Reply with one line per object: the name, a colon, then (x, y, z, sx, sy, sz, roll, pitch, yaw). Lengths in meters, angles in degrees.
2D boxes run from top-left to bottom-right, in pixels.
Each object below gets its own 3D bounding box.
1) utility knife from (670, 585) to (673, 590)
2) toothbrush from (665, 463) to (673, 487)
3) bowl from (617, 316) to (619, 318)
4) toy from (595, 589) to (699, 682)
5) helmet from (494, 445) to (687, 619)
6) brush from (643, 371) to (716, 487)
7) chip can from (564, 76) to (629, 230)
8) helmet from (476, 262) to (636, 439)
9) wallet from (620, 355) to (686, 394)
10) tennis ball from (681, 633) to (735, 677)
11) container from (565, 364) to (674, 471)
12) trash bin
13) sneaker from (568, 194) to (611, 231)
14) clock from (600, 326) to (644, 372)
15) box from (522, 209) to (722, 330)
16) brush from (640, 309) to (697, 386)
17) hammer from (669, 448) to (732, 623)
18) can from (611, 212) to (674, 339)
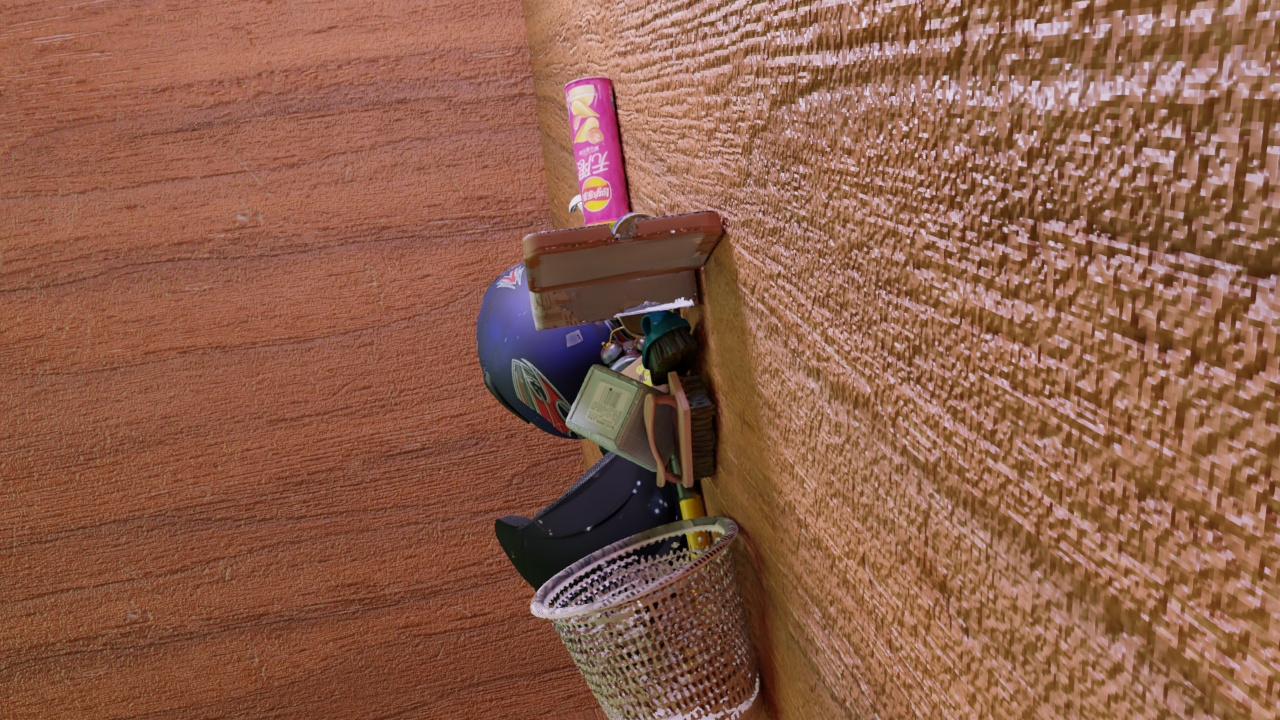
utility knife: (0.050, 0.361, 1.466, 0.029, 0.013, 0.151, 94, 165, -65)
toothbrush: (0.033, 0.109, 1.305, 0.018, 0.015, 0.181, -130, 30, -64)
bowl: (-0.023, -0.097, 1.235, 0.118, 0.065, 0.118, 8, -106, -89)
toy: (0.025, 0.351, 1.149, 0.200, 0.140, 0.130, 72, -157, -45)
helmet: (-0.049, 0.247, 1.266, 0.230, 0.233, 0.275, 43, 156, 25)
brush: (0.043, 0.084, 0.998, 0.063, 0.073, 0.146, -110, 11, -47)
chip can: (-0.060, -0.295, 1.320, 0.071, 0.071, 0.210, -175, 76, -82)
helmet: (-0.099, 0.002, 1.366, 0.240, 0.247, 0.315, 47, 173, 47)
wallet: (0.011, 0.035, 1.135, 0.116, 0.033, 0.090, -37, 53, 40)
tennis ball: (0.079, 0.348, 1.056, 0.065, 0.065, 0.065, 170, 91, -82)
container: (-0.017, 0.063, 1.035, 0.111, 0.090, 0.090, 31, -97, -59)
trash bin: (0.025, 0.292, 0.944, 0.227, 0.227, 0.192, 175, 73, -82)
sneaker: (-0.067, -0.156, 1.449, 0.089, 0.090, 0.243, -107, 11, -51)
clock: (-0.007, 0.007, 1.218, 0.055, 0.082, 0.122, -93, -12, -55)
box: (-0.027, -0.092, 0.918, 0.260, 0.178, 0.105, -132, 34, -76)
brush: (0.026, -0.020, 1.017, 0.144, 0.055, 0.073, 94, 151, -74)
hammer: (0.059, 0.168, 1.121, 0.129, 0.033, 0.300, 109, 151, -71)
can: (0.001, -0.101, 1.087, 0.049, 0.074, 0.148, -115, 18, -76)
